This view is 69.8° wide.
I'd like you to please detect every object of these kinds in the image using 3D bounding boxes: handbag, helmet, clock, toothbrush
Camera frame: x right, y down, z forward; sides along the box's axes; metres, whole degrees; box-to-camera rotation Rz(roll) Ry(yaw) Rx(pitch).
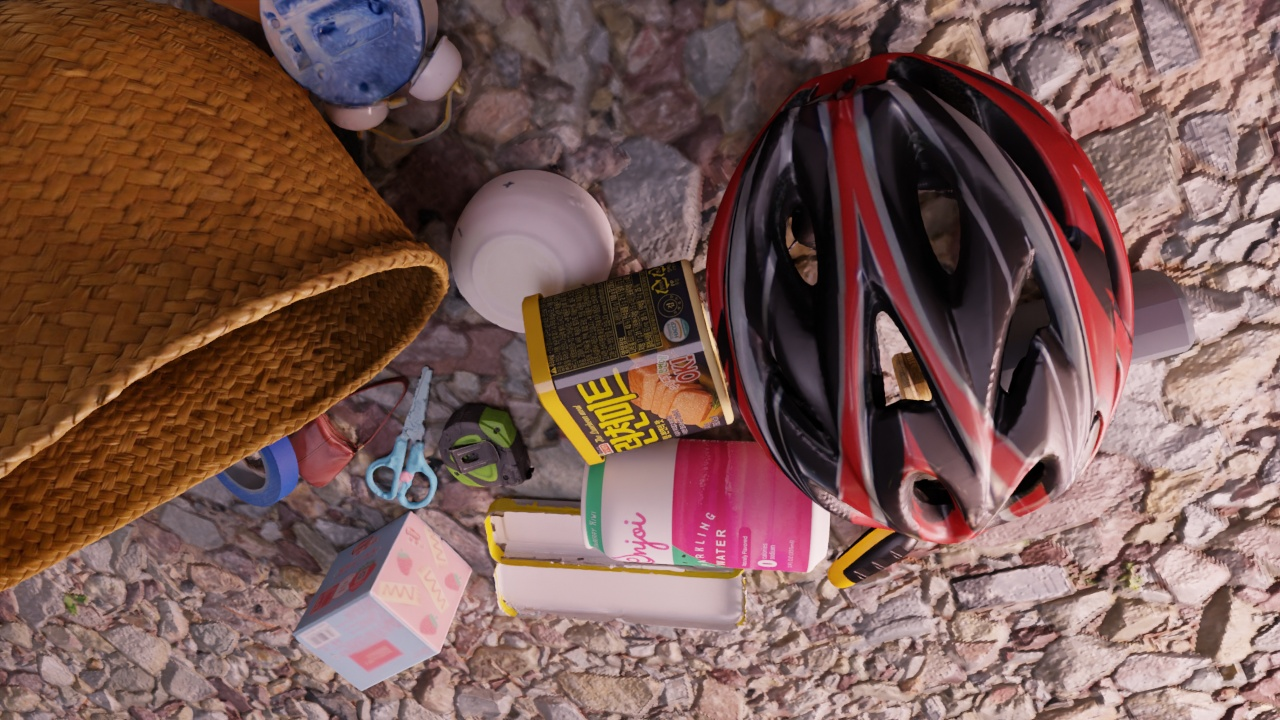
[{"bbox_3d":[-0.219,0.046,0.693,0.120,0.029,0.055,-35,106,19],"label":"handbag"},{"bbox_3d":[0.141,-0.022,0.489,0.218,0.166,0.272,-12,101,24],"label":"helmet"},{"bbox_3d":[-0.152,-0.178,0.512,0.089,0.051,0.125,-17,119,15],"label":"clock"},{"bbox_3d":[0.212,0.108,0.663,0.031,0.030,0.197,29,119,-34],"label":"toothbrush"}]

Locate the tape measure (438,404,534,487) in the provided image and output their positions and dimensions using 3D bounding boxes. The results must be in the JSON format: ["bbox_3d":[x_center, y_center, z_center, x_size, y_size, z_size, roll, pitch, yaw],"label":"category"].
[{"bbox_3d":[-0.119,0.067,0.681,0.059,0.035,0.066,-13,119,16],"label":"tape measure"}]

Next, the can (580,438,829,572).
[{"bbox_3d":[0.046,0.100,0.646,0.166,0.088,0.088,2,122,7],"label":"can"}]

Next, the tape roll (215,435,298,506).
[{"bbox_3d":[-0.301,0.069,0.699,0.093,0.016,0.092,40,130,9],"label":"tape roll"}]

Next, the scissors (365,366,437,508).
[{"bbox_3d":[-0.175,0.059,0.702,0.056,0.015,0.137,18,116,-5],"label":"scissors"}]

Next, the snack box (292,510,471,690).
[{"bbox_3d":[-0.204,0.193,0.737,0.093,0.094,0.079,-31,113,23],"label":"snack box"}]

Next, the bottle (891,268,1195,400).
[{"bbox_3d":[0.238,-0.009,0.559,0.161,0.072,0.046,-17,101,18],"label":"bottle"}]

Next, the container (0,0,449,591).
[{"bbox_3d":[-0.277,-0.036,0.476,0.308,0.306,0.196,-35,91,25],"label":"container"}]

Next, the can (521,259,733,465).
[{"bbox_3d":[-0.003,0.003,0.571,0.101,0.072,0.131,-15,152,6],"label":"can"}]

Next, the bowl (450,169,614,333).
[{"bbox_3d":[-0.071,-0.063,0.584,0.105,0.054,0.105,4,123,6],"label":"bowl"}]

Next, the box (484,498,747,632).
[{"bbox_3d":[-0.018,0.167,0.739,0.209,0.023,0.127,1,125,7],"label":"box"}]

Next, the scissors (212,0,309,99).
[{"bbox_3d":[-0.193,-0.195,0.545,0.128,0.011,0.126,14,123,-3],"label":"scissors"}]
